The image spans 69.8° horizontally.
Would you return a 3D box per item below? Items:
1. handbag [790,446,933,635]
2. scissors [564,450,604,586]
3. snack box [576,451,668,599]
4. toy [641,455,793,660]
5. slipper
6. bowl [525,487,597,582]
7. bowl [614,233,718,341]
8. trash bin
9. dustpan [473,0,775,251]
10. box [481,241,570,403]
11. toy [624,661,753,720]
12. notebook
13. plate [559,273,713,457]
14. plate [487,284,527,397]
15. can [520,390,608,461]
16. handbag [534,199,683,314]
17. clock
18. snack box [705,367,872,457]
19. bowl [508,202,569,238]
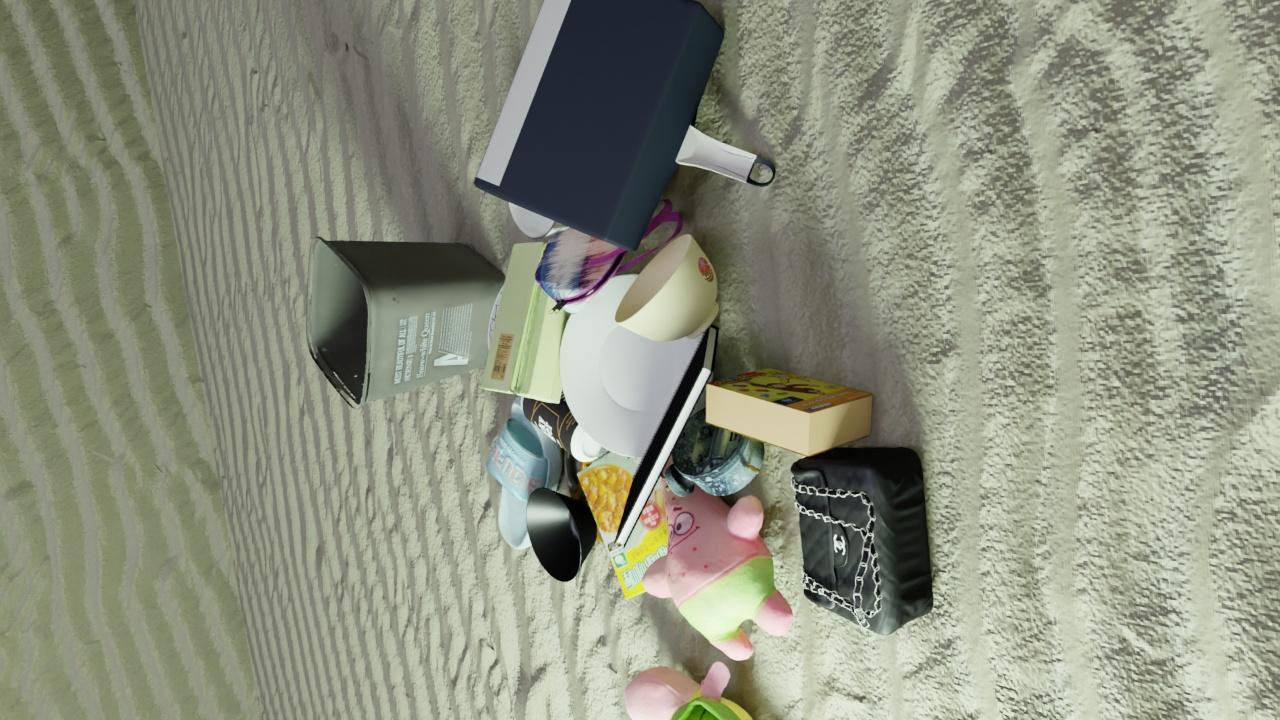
[{"bbox_3d":[0.179,0.159,0.817,0.125,0.114,0.154,2,104,53],"label":"handbag"},{"bbox_3d":[-0.063,0.209,1.203,0.225,0.016,0.225,22,116,46],"label":"scissors"},{"bbox_3d":[0.000,0.185,1.096,0.132,0.027,0.168,-35,72,38],"label":"snack box"},{"bbox_3d":[0.073,0.196,0.977,0.193,0.096,0.236,-47,52,36],"label":"toy"},{"bbox_3d":[-0.170,0.166,1.278,0.104,0.074,0.246,39,128,37],"label":"slipper"},{"bbox_3d":[-0.092,0.217,1.184,0.124,0.052,0.124,19,116,48],"label":"bowl"},{"bbox_3d":[0.039,-0.062,0.954,0.074,0.117,0.118,39,142,-16],"label":"bowl"},{"bbox_3d":[-0.324,-0.067,1.288,0.197,0.219,0.198,39,127,38],"label":"trash bin"},{"bbox_3d":[0.000,-0.231,0.904,0.273,0.080,0.236,26,97,26],"label":"dustpan"},{"bbox_3d":[-0.119,-0.045,1.113,0.092,0.083,0.188,7,83,54],"label":"box"},{"bbox_3d":[0.080,0.424,1.028,0.238,0.087,0.190,33,136,35],"label":"toy"},{"bbox_3d":[0.029,0.073,0.939,0.016,0.148,0.207,25,109,-1],"label":"notebook"},{"bbox_3d":[-0.006,0.006,1.049,0.209,0.015,0.208,2,95,33],"label":"plate"},{"bbox_3d":[-0.119,-0.044,1.164,0.189,0.016,0.188,-9,75,34],"label":"plate"},{"bbox_3d":[-0.090,0.070,1.156,0.128,0.071,0.072,32,123,42],"label":"can"},{"bbox_3d":[-0.028,-0.125,1.013,0.170,0.144,0.068,-24,125,33],"label":"handbag"},{"bbox_3d":[0.069,0.095,0.947,0.130,0.052,0.090,-13,46,37],"label":"clock"},{"bbox_3d":[0.137,0.045,0.858,0.126,0.088,0.040,16,111,48],"label":"snack box"},{"bbox_3d":[-0.107,-0.206,1.113,0.113,0.063,0.113,15,111,48],"label":"bowl"}]
